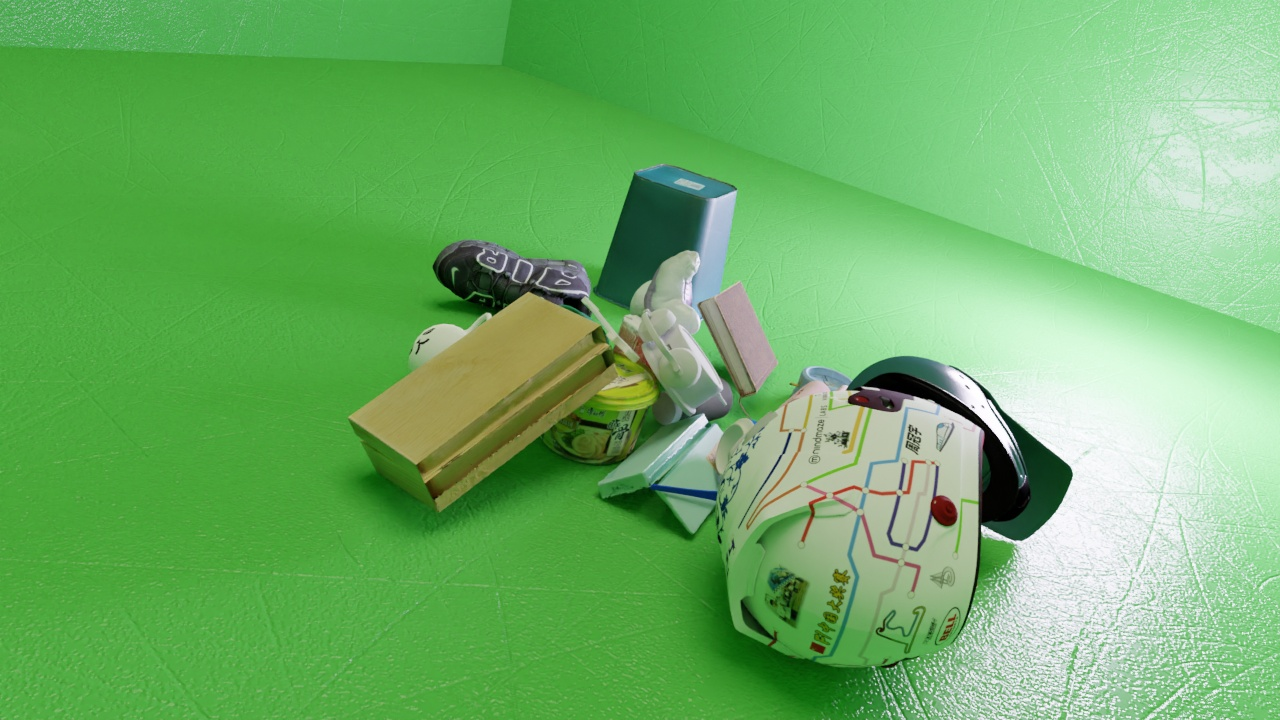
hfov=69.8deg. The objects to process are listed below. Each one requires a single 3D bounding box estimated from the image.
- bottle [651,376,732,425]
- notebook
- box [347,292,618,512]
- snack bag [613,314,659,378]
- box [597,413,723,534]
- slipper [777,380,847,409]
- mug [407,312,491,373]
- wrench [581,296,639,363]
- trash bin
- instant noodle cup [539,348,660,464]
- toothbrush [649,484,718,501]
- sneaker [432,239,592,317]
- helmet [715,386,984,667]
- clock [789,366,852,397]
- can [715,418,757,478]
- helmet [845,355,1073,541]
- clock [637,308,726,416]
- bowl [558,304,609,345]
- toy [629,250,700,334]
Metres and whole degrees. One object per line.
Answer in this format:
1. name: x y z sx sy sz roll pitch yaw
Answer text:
1. bottle: 0.068 0.055 1.205 0.108 0.060 0.060 -10 33 -43
2. notebook: 0.154 -0.016 1.334 0.035 0.190 0.215 -24 2 19
3. box: -0.159 0.034 0.950 0.248 0.092 0.128 -39 36 -29
4. snack bag: -0.007 0.007 1.202 0.036 0.116 0.077 -1 28 -41
5. box: 0.041 0.131 1.061 0.112 0.079 0.186 47 30 2
6. slipper: 0.213 0.070 1.201 0.055 0.107 0.221 55 31 14
7. mug: -0.224 -0.009 1.113 0.090 0.124 0.076 44 3 -25
8. wrench: -0.045 -0.046 1.191 0.047 0.009 0.273 44 2 -20
9. trash bin: 0.054 -0.204 1.575 0.197 0.219 0.198 23 26 18
10. instant noodle cup: -0.056 0.054 1.091 0.146 0.098 0.146 11 24 -5
11. toothbrush: 0.079 0.148 1.009 0.186 0.016 0.011 15 10 -39
12. sneaker: -0.179 -0.097 1.366 0.252 0.097 0.150 8 26 -27
13. helmet: 0.192 0.142 0.867 0.236 0.231 0.313 17 29 14
14. clock: 0.281 0.045 1.356 0.124 0.052 0.089 -6 29 -38
15. can: 0.165 0.122 1.061 0.146 0.079 0.079 18 21 -21
16. helmet: 0.374 0.107 1.120 0.275 0.177 0.200 37 15 25
17. clock: 0.041 0.001 1.096 0.159 0.061 0.119 45 14 -49
18. bowl: -0.075 -0.019 1.203 0.121 0.121 0.046 31 36 33
19. toy: 0.034 -0.063 1.275 0.085 0.137 0.210 1 -14 -8
